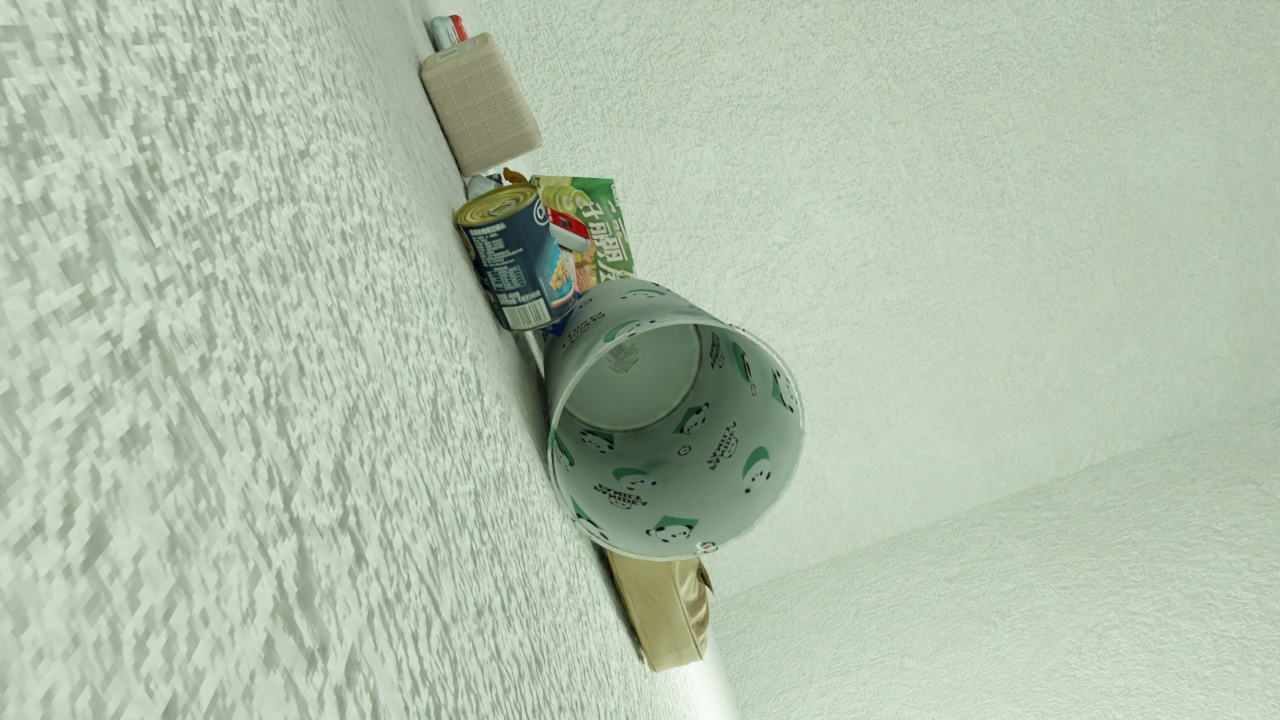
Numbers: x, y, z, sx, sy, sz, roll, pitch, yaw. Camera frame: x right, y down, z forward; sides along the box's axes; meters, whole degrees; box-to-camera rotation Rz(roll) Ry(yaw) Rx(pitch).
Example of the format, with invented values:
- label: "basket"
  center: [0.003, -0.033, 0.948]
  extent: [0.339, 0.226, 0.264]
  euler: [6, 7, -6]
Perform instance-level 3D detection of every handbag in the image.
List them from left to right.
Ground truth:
- label: "handbag"
  center: [0.022, 0.226, 0.977]
  extent: [0.147, 0.100, 0.205]
  euler: [-102, 177, -55]

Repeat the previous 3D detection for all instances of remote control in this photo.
- label: "remote control"
  center: [-0.114, -0.152, 0.948]
  extent: [0.136, 0.020, 0.055]
  euler: [23, 25, -21]

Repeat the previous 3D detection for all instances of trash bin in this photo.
- label: "trash bin"
  center: [0.009, 0.036, 0.906]
  extent: [0.252, 0.229, 0.230]
  euler: [-124, -167, -69]

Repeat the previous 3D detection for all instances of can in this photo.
- label: "can"
  center: [-0.106, -0.088, 0.799]
  extent: [0.075, 0.075, 0.111]
  euler: [-109, 180, -60]

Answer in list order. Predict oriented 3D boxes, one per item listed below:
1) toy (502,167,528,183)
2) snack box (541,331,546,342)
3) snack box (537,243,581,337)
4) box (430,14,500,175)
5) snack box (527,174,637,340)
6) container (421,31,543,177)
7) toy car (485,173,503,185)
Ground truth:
- label: "toy"
  center: [-0.113, -0.170, 1.294]
  extent: [0.247, 0.090, 0.227]
  euler: [58, -4, -13]
- label: "snack box"
  center: [-0.059, 0.022, 1.147]
  extent: [0.026, 0.084, 0.157]
  euler: [69, 1, -75]
- label: "snack box"
  center: [-0.106, -0.101, 0.956]
  extent: [0.057, 0.058, 0.207]
  euler: [-61, -159, 23]
- label: "box"
  center: [-0.219, -0.347, 1.195]
  extent: [0.157, 0.038, 0.201]
  euler: [-108, 179, -68]
- label: "snack box"
  center: [-0.071, -0.112, 1.129]
  extent: [0.063, 0.114, 0.239]
  euler: [133, -50, -56]
- label: "container"
  center: [-0.164, -0.263, 0.935]
  extent: [0.090, 0.090, 0.111]
  euler: [-109, 177, -59]
- label: "toy car"
  center: [-0.162, -0.181, 1.015]
  extent: [0.105, 0.031, 0.049]
  euler: [-115, -178, -78]
